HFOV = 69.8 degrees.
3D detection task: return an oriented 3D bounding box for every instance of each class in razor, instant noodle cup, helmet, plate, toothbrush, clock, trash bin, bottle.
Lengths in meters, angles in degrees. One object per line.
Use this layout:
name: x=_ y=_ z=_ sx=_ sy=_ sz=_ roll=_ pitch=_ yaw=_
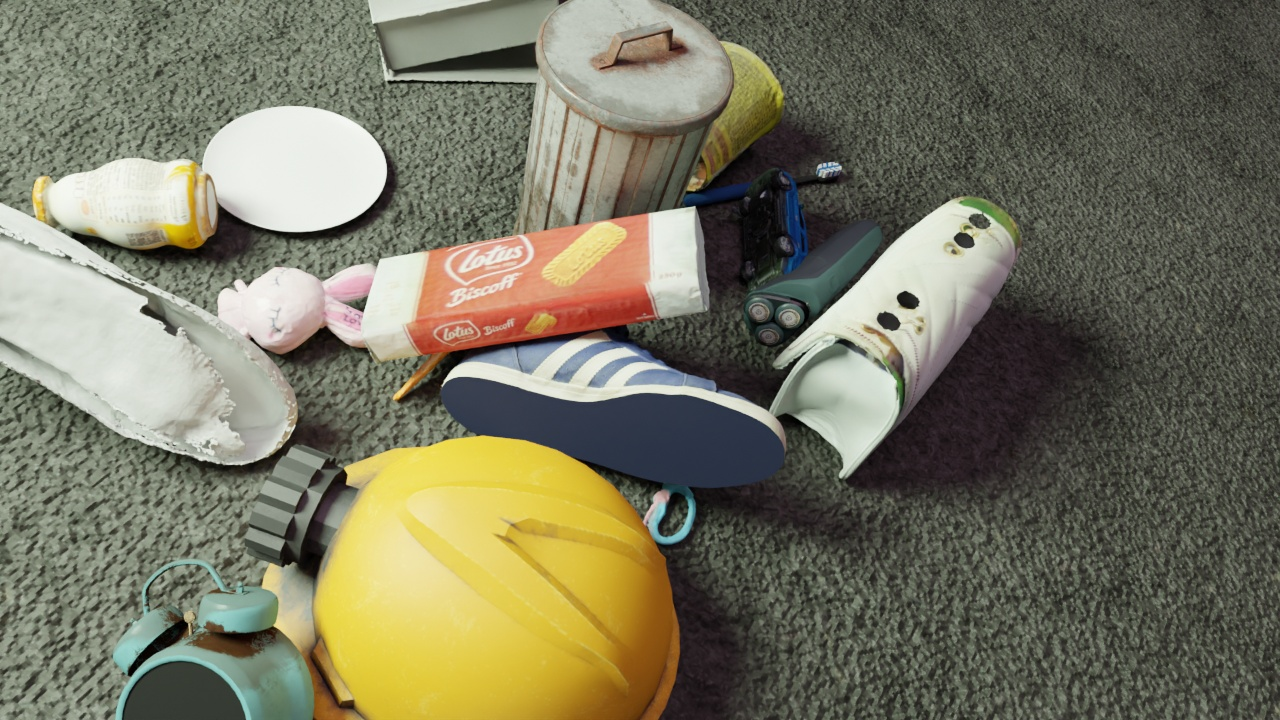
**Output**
razor: x=0.137 y=-0.065 z=0.710 sx=0.142 sy=0.047 sz=0.052 roll=-40 pitch=30 yaw=-25
instant noodle cup: x=0.058 y=-0.207 z=0.803 sx=0.102 sy=0.102 sz=0.108 roll=33 pitch=63 yaw=8
helmet: x=-0.085 y=0.119 z=0.513 sx=0.255 sy=0.132 sz=0.204 roll=21 pitch=53 yaw=-2
plate: x=-0.269 y=-0.149 z=0.719 sx=0.134 sy=0.011 sz=0.134 roll=7 pitch=55 yaw=-10
toothbrush: x=0.112 y=-0.158 z=0.828 sx=0.167 sy=0.014 sz=0.014 roll=-15 pitch=50 yaw=-24
clock: x=-0.220 y=0.163 z=0.466 sx=0.090 sy=0.053 sz=0.124 roll=-22 pitch=87 yaw=7
trash bin: x=-0.021 y=-0.149 z=0.662 sx=0.130 sy=0.212 sz=0.130 roll=7 pitch=55 yaw=-11
bottle: x=-0.356 y=-0.109 z=0.638 sx=0.108 sy=0.063 sz=0.063 roll=-2 pitch=57 yaw=-15

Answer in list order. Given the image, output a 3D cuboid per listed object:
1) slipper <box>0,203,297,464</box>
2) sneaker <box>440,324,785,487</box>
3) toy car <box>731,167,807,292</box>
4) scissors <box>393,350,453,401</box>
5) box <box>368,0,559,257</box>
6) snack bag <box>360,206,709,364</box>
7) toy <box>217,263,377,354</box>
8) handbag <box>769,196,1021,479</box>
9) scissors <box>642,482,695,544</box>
slipper: x=-0.322 y=-0.016 z=0.547 sx=0.246 sy=0.112 sz=0.074 roll=32 pitch=25 yaw=-18
sneaker: x=-0.005 y=0.004 z=0.620 sx=0.233 sy=0.091 sz=0.118 roll=6 pitch=46 yaw=20
toy car: x=0.112 y=-0.104 z=0.769 sx=0.043 sy=0.056 sz=0.120 roll=18 pitch=56 yaw=-30
scissors: x=-0.127 y=-0.016 z=0.642 sx=0.013 sy=0.070 sz=0.130 roll=47 pitch=62 yaw=-16
box: x=-0.197 y=-0.262 z=0.945 sx=0.171 sy=0.405 sz=0.168 roll=-6 pitch=59 yaw=-19
snack bag: x=-0.069 y=-0.050 z=0.597 sx=0.225 sy=0.041 sz=0.077 roll=-7 pitch=48 yaw=8
toy: x=-0.233 y=-0.037 z=0.632 sx=0.110 sy=0.047 sz=0.063 roll=-6 pitch=67 yaw=-22
handbag: x=0.187 y=-0.024 z=0.679 sx=0.096 sy=0.142 sz=0.198 roll=39 pitch=55 yaw=15
scissors: x=0.006 y=0.063 z=0.651 sx=0.135 sy=0.015 sz=0.134 roll=18 pitch=50 yaw=-2
